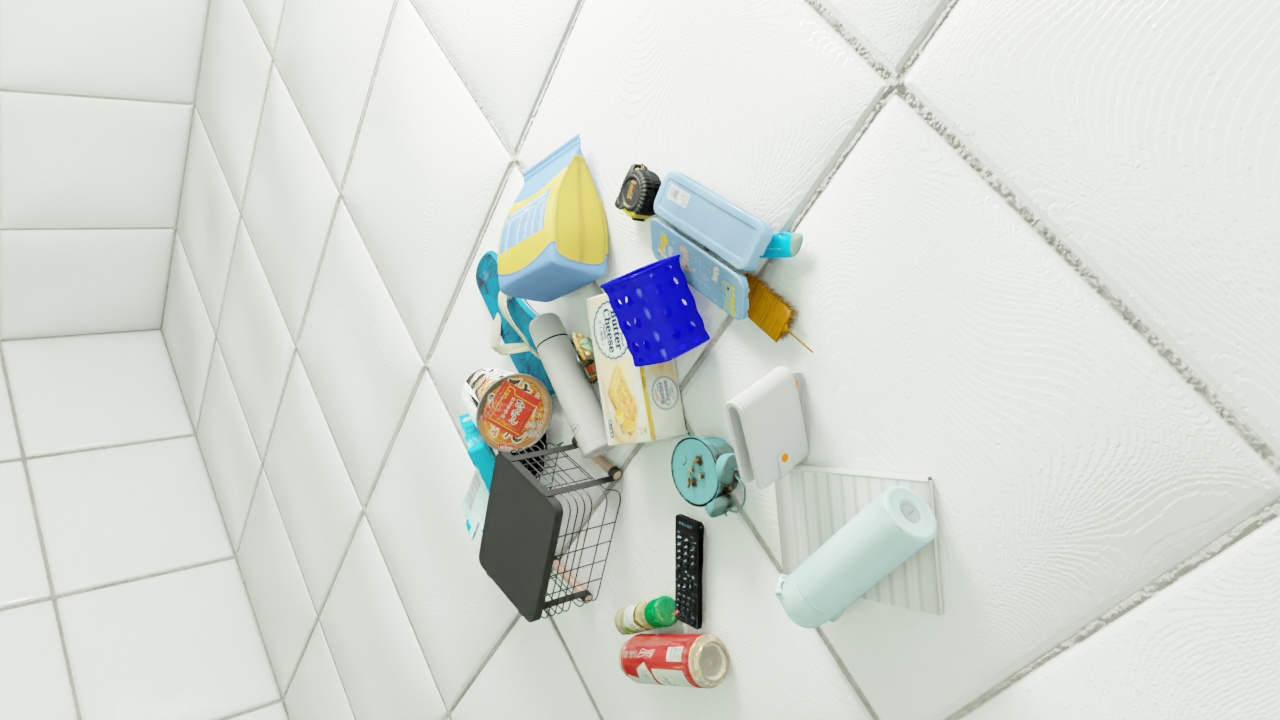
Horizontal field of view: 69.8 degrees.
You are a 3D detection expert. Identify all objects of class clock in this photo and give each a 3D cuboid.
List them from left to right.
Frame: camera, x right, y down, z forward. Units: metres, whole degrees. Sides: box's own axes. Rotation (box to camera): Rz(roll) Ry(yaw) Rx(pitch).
[{"bbox_3d":[-0.186,0.142,1.481,0.121,0.042,0.091,20,111,47],"label":"clock"},{"bbox_3d":[0.090,0.142,1.139,0.124,0.053,0.090,35,122,42],"label":"clock"}]

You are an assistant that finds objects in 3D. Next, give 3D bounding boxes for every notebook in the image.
[{"bbox_3d":[0.232,0.190,1.008,0.210,0.009,0.142,-2,95,51],"label":"notebook"}]

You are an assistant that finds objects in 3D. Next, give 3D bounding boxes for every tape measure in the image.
[{"bbox_3d":[0.003,-0.218,1.201,0.062,0.038,0.067,51,129,44],"label":"tape measure"}]

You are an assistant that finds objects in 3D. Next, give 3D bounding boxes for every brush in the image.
[{"bbox_3d":[0.157,-0.050,1.054,0.126,0.017,0.048,47,129,35],"label":"brush"}]

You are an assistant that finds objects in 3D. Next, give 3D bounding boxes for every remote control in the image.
[{"bbox_3d":[0.067,0.278,1.215,0.047,0.022,0.150,15,109,48],"label":"remote control"}]

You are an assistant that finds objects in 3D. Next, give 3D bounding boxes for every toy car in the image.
[{"bbox_3d":[-0.067,-0.008,1.301,0.112,0.047,0.047,72,172,-69],"label":"toy car"}]

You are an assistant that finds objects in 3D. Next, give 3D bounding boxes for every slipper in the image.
[{"bbox_3d":[-0.210,-0.056,1.467,0.294,0.060,0.118,57,138,28],"label":"slipper"}]

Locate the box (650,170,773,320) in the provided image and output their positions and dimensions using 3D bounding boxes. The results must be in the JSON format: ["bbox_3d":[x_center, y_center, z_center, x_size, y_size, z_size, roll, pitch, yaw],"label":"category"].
[{"bbox_3d":[0.074,-0.142,1.111,0.209,0.034,0.128,43,127,47],"label":"box"}]

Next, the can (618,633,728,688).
[{"bbox_3d":[0.042,0.400,1.227,0.171,0.067,0.067,-20,81,50],"label":"can"}]

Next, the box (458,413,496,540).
[{"bbox_3d":[-0.258,0.189,1.495,0.227,0.071,0.182,-146,54,-72],"label":"box"}]

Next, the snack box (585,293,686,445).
[{"bbox_3d":[-0.007,0.007,1.231,0.104,0.057,0.208,-11,88,51],"label":"snack box"}]

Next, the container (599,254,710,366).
[{"bbox_3d":[0.020,-0.060,1.144,0.085,0.084,0.113,-10,105,56],"label":"container"}]

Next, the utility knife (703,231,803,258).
[{"bbox_3d":[0.127,-0.137,1.079,0.175,0.015,0.031,11,103,51],"label":"utility knife"}]

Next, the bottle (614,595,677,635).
[{"bbox_3d":[0.007,0.358,1.283,0.111,0.043,0.043,-32,71,49],"label":"bottle"}]

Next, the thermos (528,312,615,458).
[{"bbox_3d":[-0.103,0.033,1.346,0.052,0.052,0.224,-43,66,45],"label":"thermos"}]

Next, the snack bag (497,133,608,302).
[{"bbox_3d":[-0.128,-0.204,1.322,0.159,0.102,0.205,-19,69,50],"label":"snack bag"}]

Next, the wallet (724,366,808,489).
[{"bbox_3d":[0.152,0.070,1.026,0.037,0.115,0.118,16,129,48],"label":"wallet"}]

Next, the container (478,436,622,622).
[{"bbox_3d":[-0.132,0.248,1.363,0.163,0.130,0.242,36,122,42],"label":"container"}]

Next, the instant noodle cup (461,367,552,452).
[{"bbox_3d":[-0.218,0.066,1.430,0.122,0.123,0.124,25,115,57],"label":"instant noodle cup"}]

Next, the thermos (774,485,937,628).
[{"bbox_3d":[0.222,0.213,0.966,0.078,0.065,0.207,29,130,-6],"label":"thermos"}]
